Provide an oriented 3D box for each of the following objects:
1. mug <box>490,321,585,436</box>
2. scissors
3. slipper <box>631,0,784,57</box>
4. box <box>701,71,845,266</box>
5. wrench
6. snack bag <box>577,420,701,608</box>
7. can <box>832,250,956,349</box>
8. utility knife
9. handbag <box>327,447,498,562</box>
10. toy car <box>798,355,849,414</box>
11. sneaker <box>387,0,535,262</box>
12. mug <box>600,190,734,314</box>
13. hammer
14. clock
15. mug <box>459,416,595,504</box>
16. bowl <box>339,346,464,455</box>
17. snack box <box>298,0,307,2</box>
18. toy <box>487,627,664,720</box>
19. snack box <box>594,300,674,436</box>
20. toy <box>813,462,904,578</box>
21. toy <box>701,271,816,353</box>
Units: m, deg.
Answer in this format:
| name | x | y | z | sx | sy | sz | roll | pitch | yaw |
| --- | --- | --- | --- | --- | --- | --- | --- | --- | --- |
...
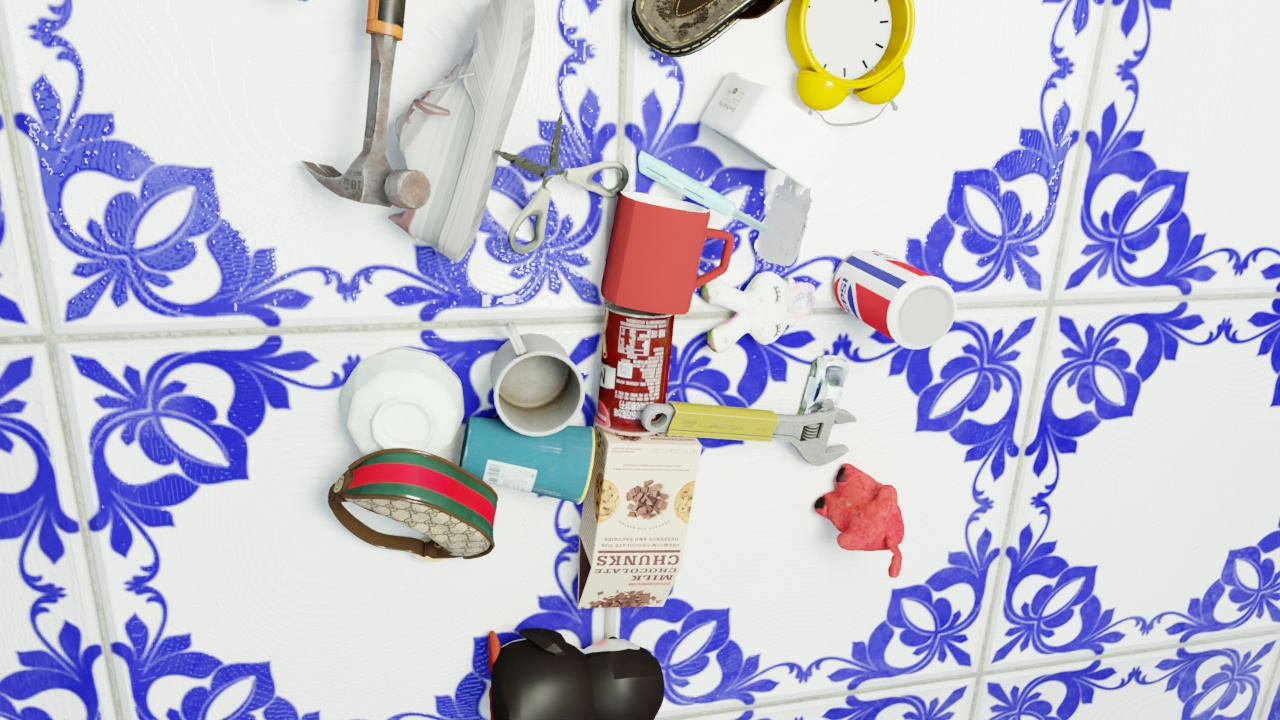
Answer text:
| name | x | y | z | sx | sy | sz | roll | pitch | yaw |
| --- | --- | --- | --- | --- | --- | --- | --- | --- | --- |
| mug | -0.105 | 0.009 | 0.867 | 0.084 | 0.070 | 0.113 | -23 | 113 | -6 |
| scissors | -0.071 | -0.155 | 0.808 | 0.157 | 0.012 | 0.171 | -16 | 151 | -37 |
| slipper | 0.111 | -0.355 | 0.773 | 0.268 | 0.075 | 0.113 | -32 | 85 | 3 |
| box | 0.116 | -0.167 | 0.848 | 0.151 | 0.107 | 0.132 | 28 | 105 | -27 |
| wrench | 0.116 | 0.069 | 0.929 | 0.273 | 0.018 | 0.084 | 6 | 120 | -31 |
| snack bag | -0.007 | 0.167 | 0.951 | 0.094 | 0.070 | 0.206 | 3 | 109 | -16 |
| can | 0.245 | -0.063 | 0.899 | 0.070 | 0.132 | 0.070 | -5 | 110 | -13 |
| utility knife | 0.058 | -0.153 | 0.843 | 0.141 | 0.015 | 0.022 | 31 | 141 | 14 |
| handbag | -0.214 | 0.147 | 0.875 | 0.139 | 0.063 | 0.166 | -19 | 141 | 29 |
| toy car | 0.197 | 0.038 | 0.981 | 0.038 | 0.027 | 0.090 | 6 | 108 | -19 |
| sneaker | -0.157 | -0.203 | 0.764 | 0.089 | 0.099 | 0.236 | 19 | 110 | -6 |
| mug | 0.028 | -0.098 | 0.857 | 0.116 | 0.080 | 0.097 | 8 | 107 | -13 |
| hammer | -0.210 | -0.283 | 0.734 | 0.035 | 0.138 | 0.314 | -1 | 99 | -53 |
| clock | 0.194 | -0.295 | 0.849 | 0.113 | 0.052 | 0.152 | -9 | 107 | -11 |
| mug | -0.112 | 0.094 | 0.897 | 0.121 | 0.078 | 0.078 | 10 | 106 | -14 |
| bowl | -0.222 | 0.051 | 0.858 | 0.117 | 0.061 | 0.117 | -4 | 109 | -13 |
| snack box | -0.215 | -0.347 | 0.686 | 0.154 | 0.033 | 0.088 | -24 | 82 | 15 |
| toy | -0.062 | 0.358 | 0.965 | 0.184 | 0.140 | 0.159 | -3 | 110 | -14 |
| snack box | -0.005 | 0.005 | 0.892 | 0.072 | 0.072 | 0.121 | 0 | 108 | -15 |
| toy | 0.265 | 0.179 | 1.000 | 0.094 | 0.133 | 0.088 | 29 | 110 | -31 |
| toy | 0.120 | -0.053 | 0.923 | 0.122 | 0.038 | 0.079 | -13 | 105 | -13 |
